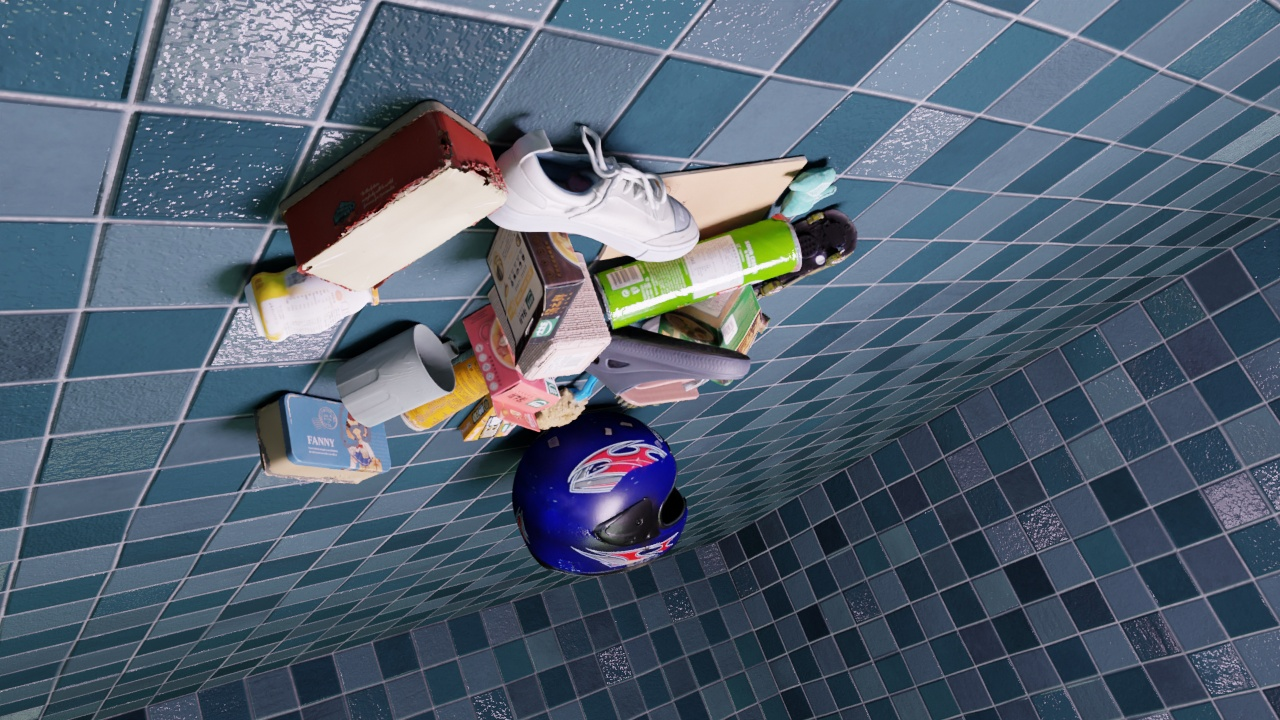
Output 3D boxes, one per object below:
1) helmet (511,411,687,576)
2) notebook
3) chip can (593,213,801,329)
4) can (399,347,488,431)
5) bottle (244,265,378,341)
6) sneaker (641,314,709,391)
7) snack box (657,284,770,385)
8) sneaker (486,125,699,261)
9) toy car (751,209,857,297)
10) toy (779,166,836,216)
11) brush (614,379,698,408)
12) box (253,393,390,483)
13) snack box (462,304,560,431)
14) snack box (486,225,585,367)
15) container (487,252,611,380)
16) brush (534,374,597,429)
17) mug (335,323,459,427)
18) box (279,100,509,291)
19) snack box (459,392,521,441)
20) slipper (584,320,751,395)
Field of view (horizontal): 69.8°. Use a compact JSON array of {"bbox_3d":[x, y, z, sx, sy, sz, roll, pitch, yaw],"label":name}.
[{"bbox_3d":[-0.053,0.204,1.515,0.314,0.247,0.241,-6,121,-33],"label":"helmet"},{"bbox_3d":[0.067,-0.167,1.009,0.207,0.008,0.148,-13,159,-27],"label":"notebook"},{"bbox_3d":[0.064,-0.102,1.058,0.236,0.072,0.072,-19,161,-8],"label":"chip can"},{"bbox_3d":[-0.230,0.031,1.133,0.146,0.058,0.058,-30,160,20],"label":"can"},{"bbox_3d":[-0.292,-0.056,0.819,0.108,0.063,0.063,-15,160,-21],"label":"bottle"},{"bbox_3d":[0.085,-0.019,1.305,0.118,0.087,0.240,-29,161,20],"label":"sneaker"},{"bbox_3d":[0.086,-0.056,1.137,0.118,0.117,0.106,-57,159,-20],"label":"snack box"},{"bbox_3d":[-0.026,-0.155,0.831,0.241,0.089,0.091,5,143,-42],"label":"sneaker"},{"bbox_3d":[0.195,-0.133,1.149,0.158,0.070,0.042,-24,169,6],"label":"toy car"},{"bbox_3d":[0.193,-0.194,1.050,0.096,0.030,0.092,-23,167,-22],"label":"toy"},{"bbox_3d":[0.026,0.036,1.431,0.145,0.063,0.073,-6,159,-36],"label":"brush"},{"bbox_3d":[-0.379,0.095,1.091,0.059,0.089,0.184,-22,164,17],"label":"box"},{"bbox_3d":[-0.144,0.010,1.067,0.044,0.127,0.113,-27,161,12],"label":"snack box"},{"bbox_3d":[-0.104,-0.077,0.878,0.053,0.125,0.113,-13,159,-28],"label":"snack box"},{"bbox_3d":[-0.097,-0.046,0.993,0.089,0.111,0.090,-7,156,-38],"label":"container"},{"bbox_3d":[-0.076,0.029,1.343,0.083,0.045,0.255,2,146,-43],"label":"brush"},{"bbox_3d":[-0.268,0.015,1.034,0.103,0.083,0.123,-25,-174,9],"label":"mug"},{"bbox_3d":[-0.194,-0.119,0.734,0.169,0.080,0.091,-28,160,18],"label":"box"},{"bbox_3d":[-0.198,0.070,1.322,0.075,0.026,0.154,-7,156,-37],"label":"snack box"},{"bbox_3d":[-0.006,0.006,1.080,0.268,0.083,0.110,11,-172,18],"label":"slipper"}]
